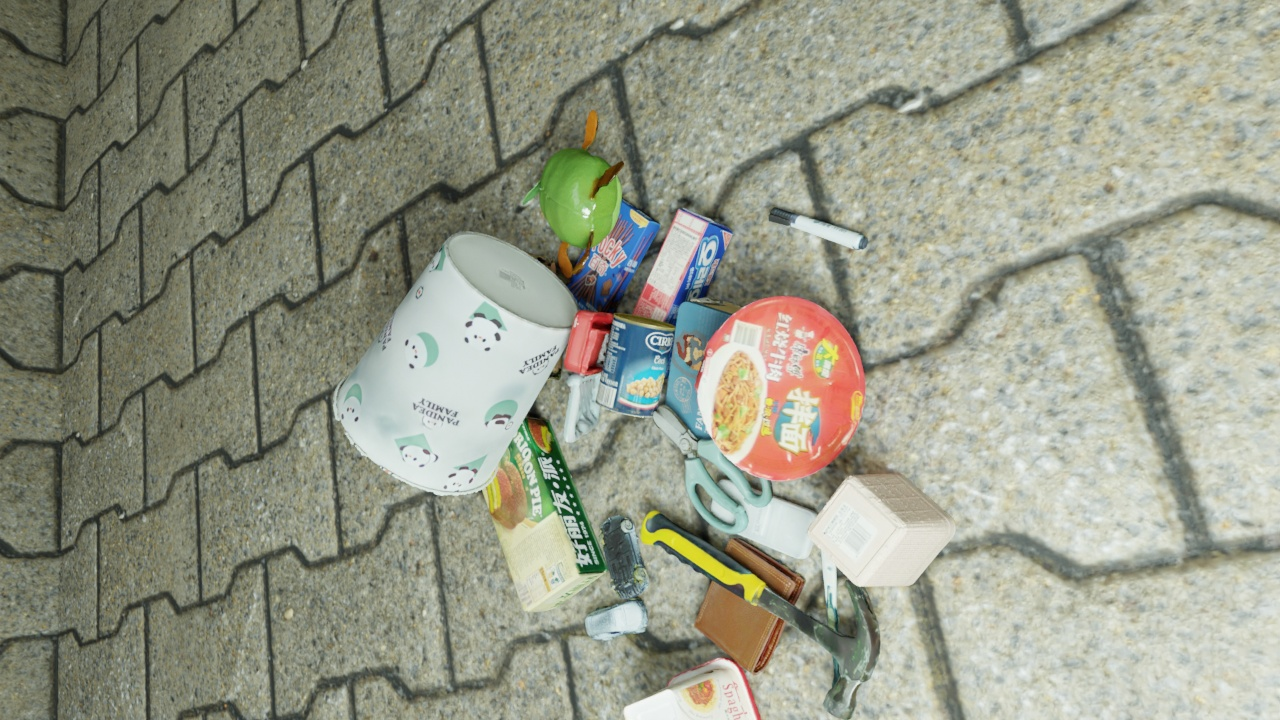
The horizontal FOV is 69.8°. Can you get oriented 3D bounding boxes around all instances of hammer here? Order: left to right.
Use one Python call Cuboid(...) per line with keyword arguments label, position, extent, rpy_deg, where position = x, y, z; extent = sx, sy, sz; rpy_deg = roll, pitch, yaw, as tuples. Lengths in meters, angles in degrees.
Cuboid(label="hammer", position=(0.118, 0.243, 0.998), extent=(0.324, 0.031, 0.126), rpy_deg=(25, 96, 43))

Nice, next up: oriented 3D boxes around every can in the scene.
Cuboid(label="can", position=(-0.006, 0.006, 1.081), extent=(0.075, 0.075, 0.111), rpy_deg=(20, 101, 40))

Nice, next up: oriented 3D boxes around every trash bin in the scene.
Cuboid(label="trash bin", position=(-0.214, -0.003, 1.126), extent=(0.252, 0.229, 0.229), rpy_deg=(-53, 54, 22))

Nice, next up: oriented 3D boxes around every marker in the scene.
Cuboid(label="marker", position=(0.199, -0.149, 1.040), extent=(0.022, 0.018, 0.131), rpy_deg=(-39, 45, -24))

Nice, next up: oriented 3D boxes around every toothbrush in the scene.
Cuboid(label="toothbrush", position=(0.206, 0.268, 0.972), extent=(0.016, 0.018, 0.191), rpy_deg=(-12, 73, 38))

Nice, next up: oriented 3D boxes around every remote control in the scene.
Cuboid(label="remote control", position=(0.138, 0.178, 1.038), extent=(0.136, 0.020, 0.056), rpy_deg=(15, 92, 41))

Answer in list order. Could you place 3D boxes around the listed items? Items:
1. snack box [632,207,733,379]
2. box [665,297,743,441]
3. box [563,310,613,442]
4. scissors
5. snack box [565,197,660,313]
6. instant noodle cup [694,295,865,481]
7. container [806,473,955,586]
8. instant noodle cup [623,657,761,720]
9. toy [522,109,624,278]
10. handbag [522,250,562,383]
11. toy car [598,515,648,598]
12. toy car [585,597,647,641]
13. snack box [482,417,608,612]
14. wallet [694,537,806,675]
Cuboid(label="snack box", position=(0.041, -0.081, 1.137), extent=(0.058, 0.057, 0.208), rpy_deg=(34, 105, 40))
Cuboid(label="box", position=(0.081, 0.022, 1.065), extent=(0.090, 0.059, 0.184), rpy_deg=(19, 108, 40))
Cuboid(label="box", position=(-0.063, 0.016, 1.131), extent=(0.038, 0.201, 0.158), rpy_deg=(15, 92, 6))
Cuboid(label="scissors", position=(0.079, 0.106, 1.032), extent=(0.140, 0.019, 0.180), rpy_deg=(-44, 76, 39))
Cuboid(label="snack box", position=(-0.042, -0.134, 1.233), extent=(0.084, 0.026, 0.157), rpy_deg=(42, 109, 38))
Cuboid(label="instant noodle cup", position=(0.140, 0.028, 0.979), extent=(0.066, 0.193, 0.194), rpy_deg=(-179, 97, -71))
Cuboid(label="container", position=(0.233, 0.166, 0.901), extent=(0.090, 0.110, 0.090), rpy_deg=(46, 112, 35))
Cuboid(label="instant noodle cup", position=(0.056, 0.398, 1.002), extent=(0.117, 0.124, 0.116), rpy_deg=(-34, 63, 30))
Cuboid(label="toy", position=(-0.081, -0.213, 1.206), extent=(0.246, 0.090, 0.227), rpy_deg=(-128, 49, -58))
Cuboid(label="handbag", position=(-0.169, -0.053, 1.277), extent=(0.148, 0.099, 0.204), rpy_deg=(-3, 91, 39))
Cuboid(label="toy car", position=(-0.020, 0.245, 1.150), extent=(0.049, 0.031, 0.105), rpy_deg=(-33, 59, 27))
Cuboid(label="toy car", position=(-0.030, 0.324, 1.147), extent=(0.091, 0.034, 0.043), rpy_deg=(-23, 65, 34))
Cuboid(label="snack box", position=(-0.140, 0.205, 1.237), extent=(0.115, 0.063, 0.240), rpy_deg=(-41, 59, 27))
Cuboid(label="wallet", position=(0.119, 0.275, 1.033), extent=(0.101, 0.032, 0.124), rpy_deg=(29, 101, 42))
